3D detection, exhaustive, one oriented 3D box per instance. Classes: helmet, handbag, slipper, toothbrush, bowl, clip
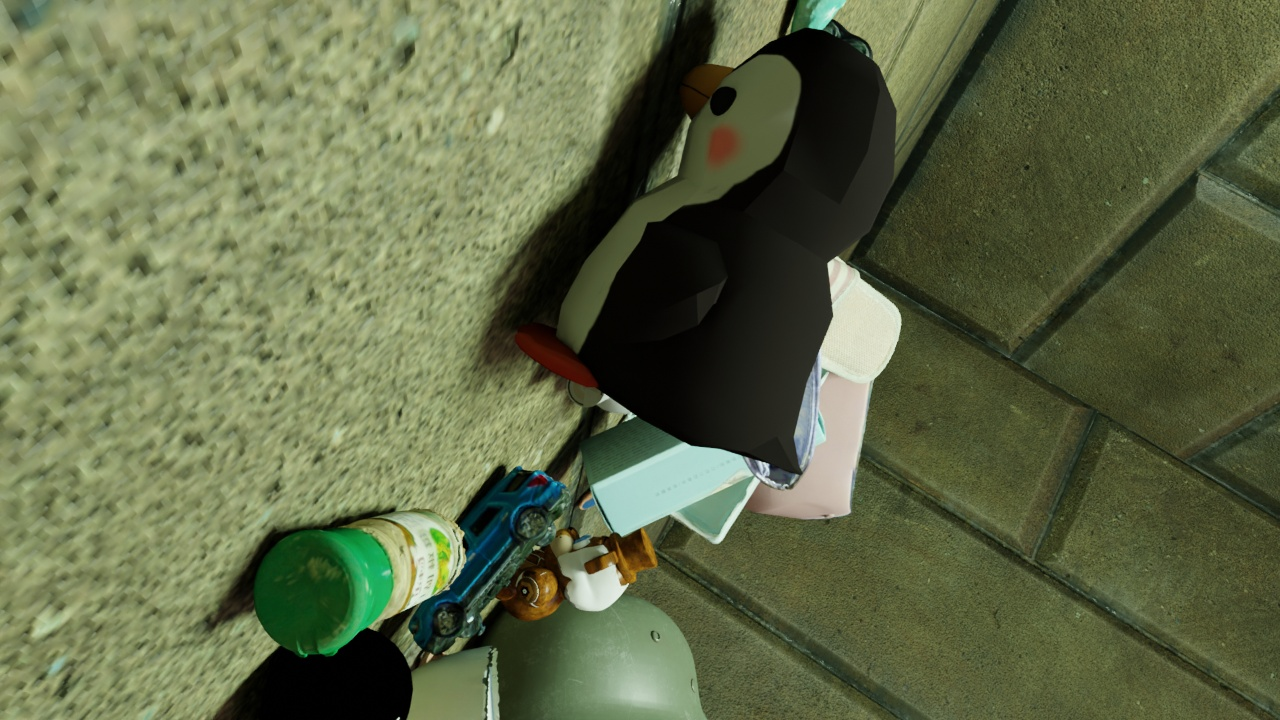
[{"bbox_3d":[0.125,0.051,0.960,0.255,0.152,0.230,-127,-139,-64],"label":"helmet"},{"bbox_3d":[0.070,-0.013,0.592,0.158,0.069,0.127,-99,-178,-51],"label":"handbag"},{"bbox_3d":[0.141,-0.036,0.752,0.262,0.052,0.115,20,96,-42],"label":"slipper"},{"bbox_3d":[-0.034,0.128,0.928,0.021,0.017,0.134,-62,170,16],"label":"toothbrush"},{"bbox_3d":[-0.115,0.239,0.506,0.153,0.073,0.153,177,-89,-83],"label":"bowl"},{"bbox_3d":[-0.047,0.288,0.832,0.228,0.267,0.153,-26,-129,41],"label":"helmet"},{"bbox_3d":[-0.141,0.219,0.650,0.025,0.049,0.061,-51,141,-35],"label":"clip"}]

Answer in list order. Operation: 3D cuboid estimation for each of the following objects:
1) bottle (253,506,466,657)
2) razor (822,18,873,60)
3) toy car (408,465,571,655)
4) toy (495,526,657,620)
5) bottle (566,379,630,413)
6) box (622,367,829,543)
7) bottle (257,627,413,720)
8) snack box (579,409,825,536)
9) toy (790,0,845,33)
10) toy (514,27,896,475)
[{"bbox_3d":[-0.104,0.082,0.359,0.043,0.043,0.111,-57,171,1],"label":"bottle"},{"bbox_3d":[0.099,-0.151,0.600,0.063,0.053,0.141,-30,155,-45],"label":"razor"},{"bbox_3d":[-0.089,0.114,0.529,0.120,0.043,0.056,-52,169,-13],"label":"toy car"},{"bbox_3d":[-0.048,0.141,0.626,0.113,0.067,0.087,-23,173,6],"label":"toy"},{"bbox_3d":[-0.003,0.003,0.574,0.052,0.052,0.195,-60,170,13],"label":"bottle"},{"bbox_3d":[0.068,0.051,0.833,0.197,0.136,0.044,-56,172,-11],"label":"box"},{"bbox_3d":[-0.153,0.197,0.429,0.059,0.059,0.182,-45,164,-52],"label":"bottle"},{"bbox_3d":[0.043,0.060,0.681,0.174,0.053,0.075,-24,-157,-1],"label":"snack box"},{"bbox_3d":[0.123,-0.232,0.523,0.105,0.033,0.085,-55,-179,-20],"label":"toy"},{"bbox_3d":[0.056,-0.053,0.418,0.184,0.140,0.159,-60,170,11],"label":"toy"}]
